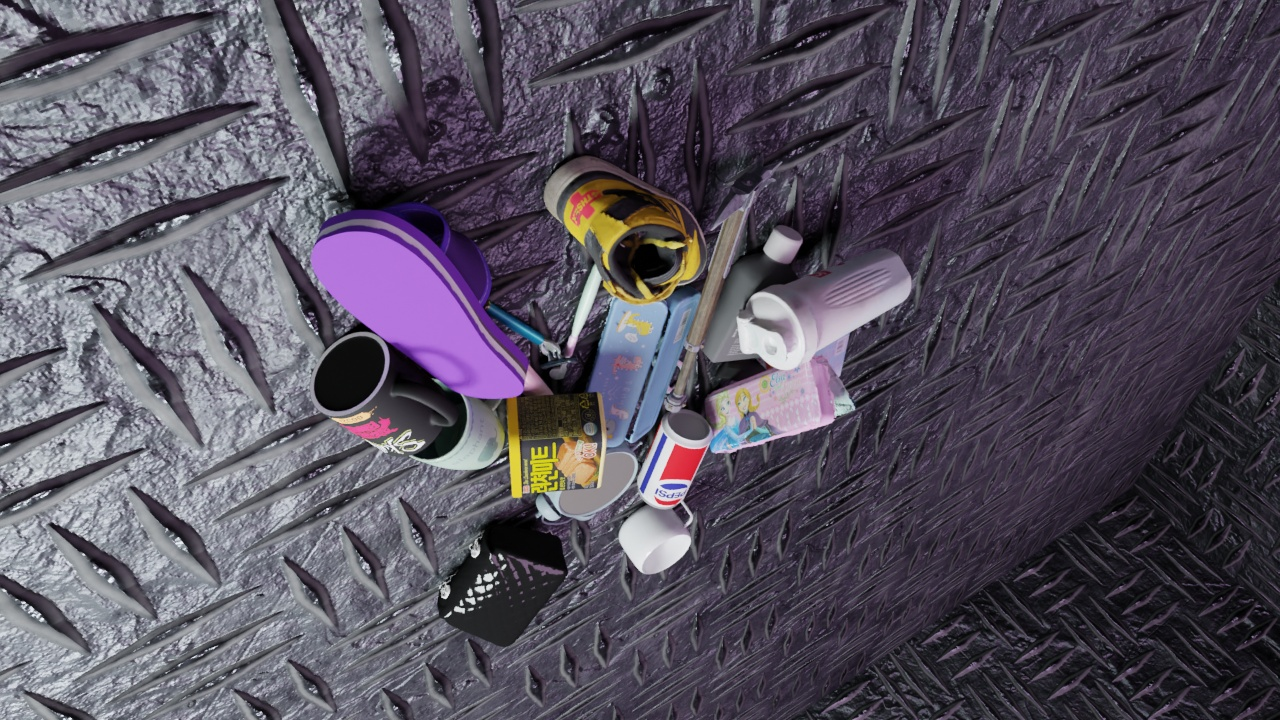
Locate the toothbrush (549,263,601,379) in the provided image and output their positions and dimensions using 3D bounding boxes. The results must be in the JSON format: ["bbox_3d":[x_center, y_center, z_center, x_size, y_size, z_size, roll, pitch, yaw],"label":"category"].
[{"bbox_3d":[-0.066,-0.041,0.971,0.022,0.015,0.155,-8,135,-39],"label":"toothbrush"}]

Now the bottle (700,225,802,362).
[{"bbox_3d":[0.137,-0.079,1.088,0.083,0.046,0.174,-6,134,-39],"label":"bottle"}]

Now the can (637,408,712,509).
[{"bbox_3d":[0.044,0.132,1.225,0.070,0.070,0.132,-11,137,-35],"label":"can"}]

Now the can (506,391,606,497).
[{"bbox_3d":[-0.093,0.092,1.005,0.101,0.072,0.131,-3,147,-8],"label":"can"}]

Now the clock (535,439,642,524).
[{"bbox_3d":[-0.071,0.152,1.165,0.122,0.045,0.159,11,121,-48],"label":"clock"}]

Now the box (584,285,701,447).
[{"bbox_3d":[-0.001,0.012,1.050,0.124,0.043,0.210,-9,130,-37],"label":"box"}]

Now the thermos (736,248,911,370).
[{"bbox_3d":[0.210,-0.061,1.055,0.219,0.099,0.100,-24,144,-30],"label":"thermos"}]

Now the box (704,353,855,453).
[{"bbox_3d":[0.170,0.058,1.147,0.070,0.084,0.231,1,165,-29],"label":"box"}]

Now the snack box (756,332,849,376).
[{"bbox_3d":[0.203,-0.022,1.172,0.079,0.094,0.093,-26,144,-18],"label":"snack box"}]

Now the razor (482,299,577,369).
[{"bbox_3d":[-0.118,-0.028,0.935,0.042,0.022,0.144,-12,150,26],"label":"razor"}]

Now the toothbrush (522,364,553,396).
[{"bbox_3d":[-0.115,0.032,1.000,0.027,0.026,0.223,-55,149,-15],"label":"toothbrush"}]

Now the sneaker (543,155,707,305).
[{"bbox_3d":[0.018,-0.103,0.882,0.086,0.122,0.238,-48,144,16],"label":"sneaker"}]

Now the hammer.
[{"bbox_3d":[0.071,-0.058,1.004,0.146,0.028,0.318,-48,160,-47],"label":"hammer"}]

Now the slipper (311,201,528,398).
[{"bbox_3d":[-0.174,-0.064,0.783,0.107,0.083,0.266,-3,151,20],"label":"slipper"}]

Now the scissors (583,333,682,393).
[{"bbox_3d":[0.005,0.010,1.100,0.170,0.013,0.177,-45,144,4],"label":"scissors"}]

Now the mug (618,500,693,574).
[{"bbox_3d":[0.028,0.253,1.352,0.116,0.068,0.094,-45,146,9],"label":"mug"}]

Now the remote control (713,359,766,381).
[{"bbox_3d":[0.150,0.018,1.240,0.146,0.015,0.033,11,123,-48],"label":"remote control"}]

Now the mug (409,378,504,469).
[{"bbox_3d":[-0.179,0.058,0.929,0.111,0.084,0.104,-60,157,-5],"label":"mug"}]

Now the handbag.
[{"bbox_3d":[-0.183,0.272,1.186,0.125,0.114,0.154,25,117,-28],"label":"handbag"}]

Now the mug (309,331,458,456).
[{"bbox_3d":[-0.220,0.035,0.829,0.098,0.118,0.081,52,51,-56],"label":"mug"}]
